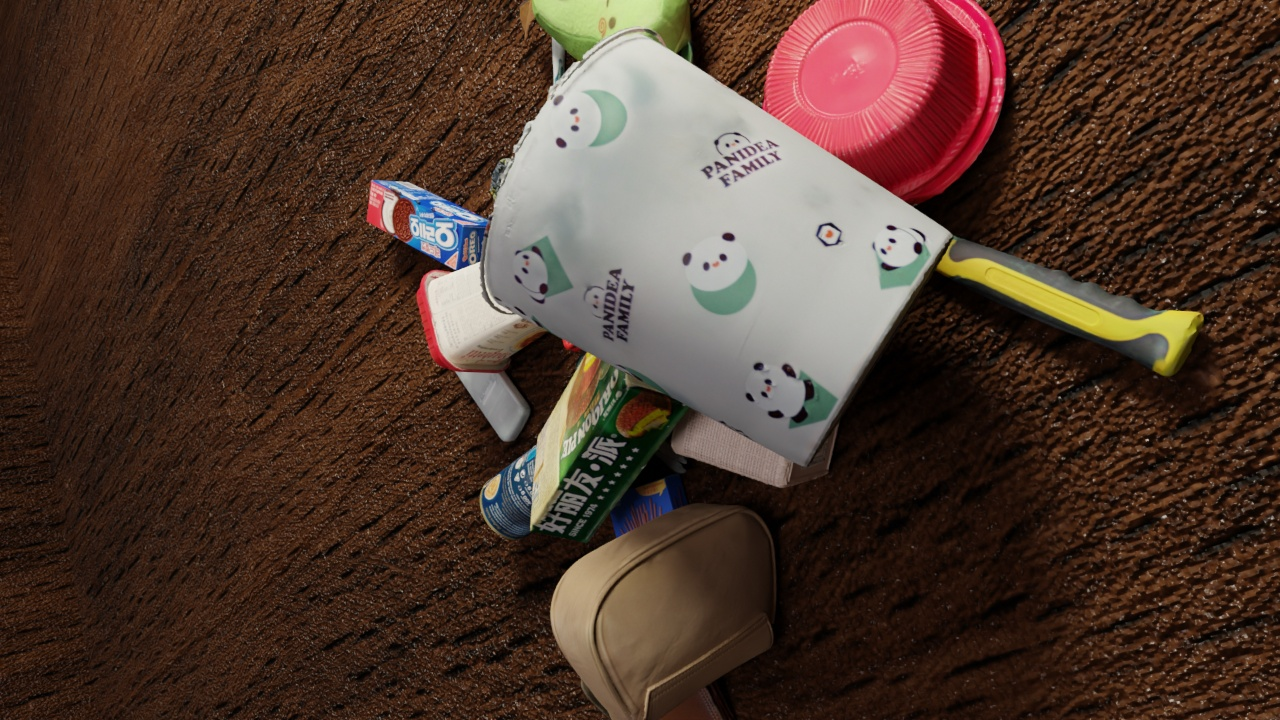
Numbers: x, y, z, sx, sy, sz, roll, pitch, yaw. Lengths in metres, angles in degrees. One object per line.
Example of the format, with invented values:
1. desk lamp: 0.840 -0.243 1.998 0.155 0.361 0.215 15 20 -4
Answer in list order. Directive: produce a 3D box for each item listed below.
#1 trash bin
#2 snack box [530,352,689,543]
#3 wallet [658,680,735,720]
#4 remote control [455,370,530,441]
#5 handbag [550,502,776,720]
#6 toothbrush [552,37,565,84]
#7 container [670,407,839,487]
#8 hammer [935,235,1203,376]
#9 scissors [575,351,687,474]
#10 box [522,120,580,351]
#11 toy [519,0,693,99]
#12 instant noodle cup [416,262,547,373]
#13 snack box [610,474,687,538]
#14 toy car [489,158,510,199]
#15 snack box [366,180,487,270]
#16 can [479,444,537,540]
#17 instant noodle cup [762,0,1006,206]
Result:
1. trash bin: 0.057 -0.068 0.642 0.252 0.229 0.230 33 115 13
2. snack box: -0.033 0.056 0.822 0.241 0.063 0.114 123 156 -44
3. wallet: 0.025 0.305 0.866 0.101 0.032 0.124 -24 97 37
4. remote control: -0.173 0.031 1.064 0.136 0.020 0.056 50 122 30
5. handbag: 0.024 0.207 0.771 0.100 0.204 0.148 -4 102 54
6. toothbrush: -0.090 -0.289 0.975 0.018 0.016 0.191 8 98 53
7. container: 0.100 0.050 0.767 0.111 0.090 0.090 20 105 38
8. hammer: 0.234 -0.072 0.674 0.323 0.031 0.126 33 114 37
9. scissors: -0.010 0.050 0.900 0.180 0.019 0.139 25 120 43
10. box: -0.080 -0.115 0.893 0.201 0.037 0.158 70 160 5
11. toy: -0.037 -0.347 0.872 0.247 0.089 0.227 39 115 34
12. instant noodle cup: -0.158 -0.056 0.992 0.124 0.116 0.116 -23 77 30
13. snack box: 0.022 0.196 0.887 0.085 0.026 0.157 -25 75 41
14. toy car: -0.119 -0.180 0.995 0.105 0.031 0.049 36 117 24
15. snack box: -0.252 -0.166 1.104 0.208 0.057 0.058 28 113 38
16. can: -0.109 0.135 0.972 0.111 0.075 0.075 -37 67 37
17. instant noodle cup: 0.165 -0.203 0.680 0.194 0.065 0.193 -7 77 32
